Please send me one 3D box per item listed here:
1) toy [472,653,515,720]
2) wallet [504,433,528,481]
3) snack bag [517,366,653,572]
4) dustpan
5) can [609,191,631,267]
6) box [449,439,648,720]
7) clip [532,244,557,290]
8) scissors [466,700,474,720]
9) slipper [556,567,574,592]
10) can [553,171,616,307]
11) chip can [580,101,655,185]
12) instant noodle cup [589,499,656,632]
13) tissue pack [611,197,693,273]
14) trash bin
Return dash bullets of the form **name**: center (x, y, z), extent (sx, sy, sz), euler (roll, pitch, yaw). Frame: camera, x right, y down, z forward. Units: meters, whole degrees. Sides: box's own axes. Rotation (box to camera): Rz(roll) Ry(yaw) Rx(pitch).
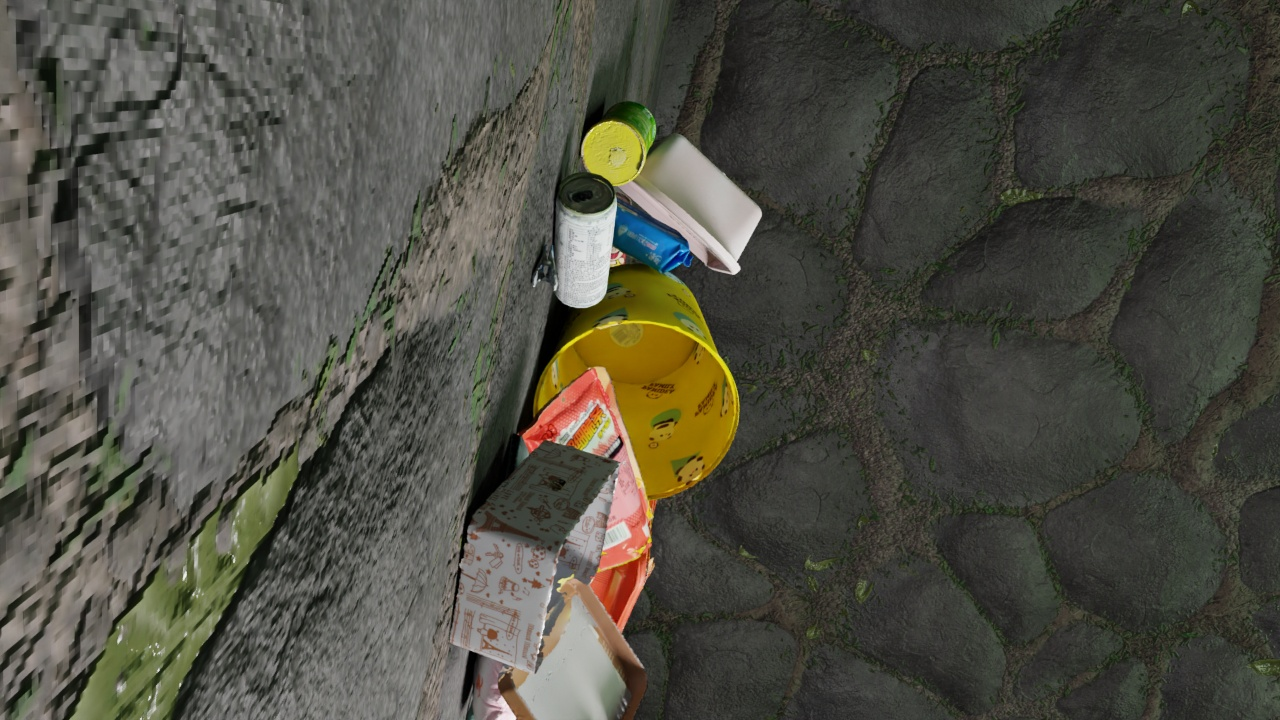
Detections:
- **toy**: center (-0.143, 0.310, 0.943), extent (0.159, 0.054, 0.121), euler (-123, -134, -78)
- **wallet**: center (-0.119, 0.143, 0.895), extent (0.121, 0.019, 0.097), euler (87, 5, -50)
- **snack bag**: center (-0.051, 0.124, 0.995), extent (0.128, 0.073, 0.208), euler (-39, 120, -32)
- **dustpan**: center (0.040, -0.191, 1.264), extent (0.138, 0.222, 0.274), euler (-56, -170, -24)
- **can**: center (-0.045, -0.189, 1.384), extent (0.133, 0.053, 0.053), euler (101, 0, -51)
- **box**: center (-0.072, 0.220, 0.802), extent (0.178, 0.124, 0.274), euler (-47, 128, -67)
- **clip**: center (-0.085, -0.084, 0.832), extent (0.057, 0.029, 0.025), euler (-90, -169, -57)
- **scissors**: center (-0.177, 0.394, 1.029), extent (0.180, 0.019, 0.172), euler (100, 3, -45)
- **slipper**: center (-0.104, 0.245, 1.034), extent (0.091, 0.081, 0.191), euler (50, -38, 42)
- **can**: center (-0.057, -0.117, 0.919), extent (0.147, 0.058, 0.058), euler (100, 1, -56)
- **chip can**: center (-0.022, -0.262, 1.087), extent (0.221, 0.072, 0.073), euler (-78, 179, -68)
- **instant noodle cup**: center (-0.027, 0.230, 1.150), extent (0.188, 0.079, 0.165), euler (-82, -174, -46)
- **tissue pack**: center (-0.002, -0.161, 1.187), extent (0.052, 0.157, 0.094), euler (-61, -175, 16)
- **trash bin**: center (-0.007, 0.007, 1.131), extent (0.254, 0.229, 0.230), euler (-92, -169, -64)
